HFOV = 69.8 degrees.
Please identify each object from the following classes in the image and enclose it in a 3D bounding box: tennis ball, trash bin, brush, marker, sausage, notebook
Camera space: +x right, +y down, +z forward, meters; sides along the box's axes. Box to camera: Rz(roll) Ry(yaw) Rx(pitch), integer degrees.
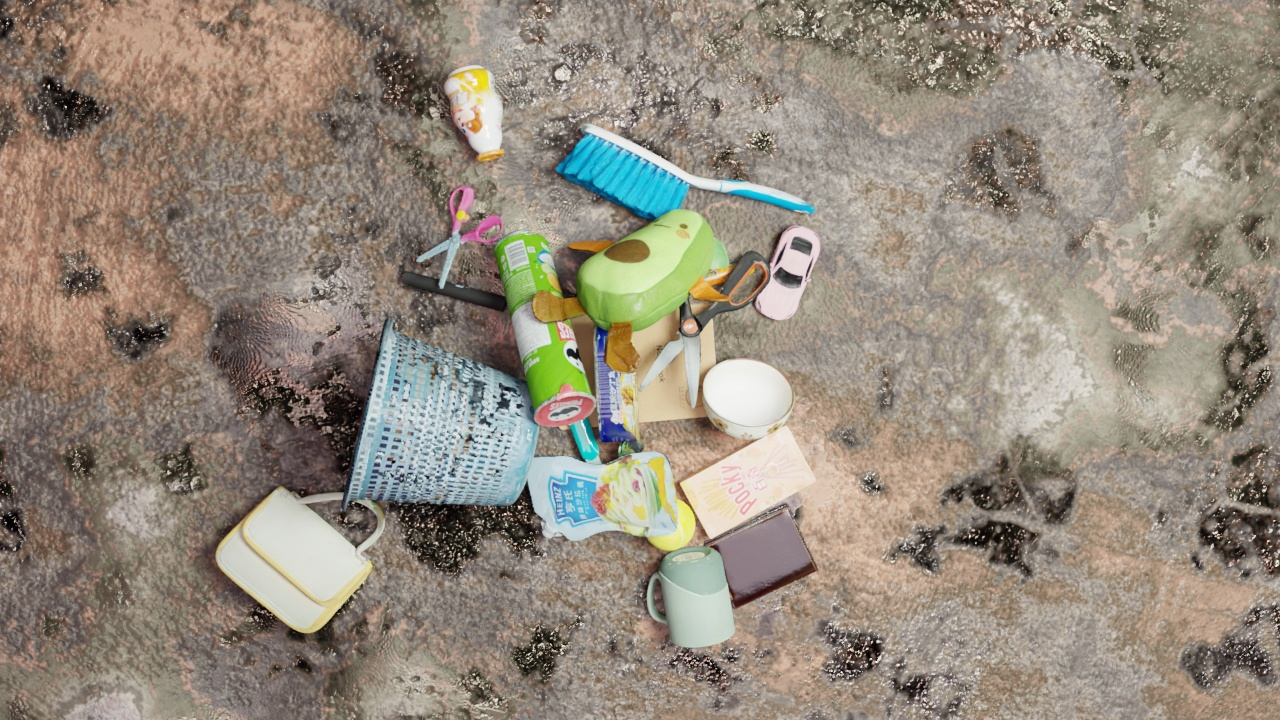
[{"bbox_3d":[0.036,0.206,1.156,0.065,0.065,0.065,0,94,-3],"label":"tennis ball"},{"bbox_3d":[-0.229,0.082,1.079,0.195,0.227,0.226,14,93,-16],"label":"trash bin"},{"bbox_3d":[0.058,-0.211,1.139,0.314,0.060,0.109,26,89,-7],"label":"brush"},{"bbox_3d":[-0.232,-0.086,1.148,0.132,0.020,0.022,15,91,-3],"label":"marker"},{"bbox_3d":[0.070,-0.099,1.159,0.165,0.021,0.021,-16,94,-1],"label":"sausage"},{"bbox_3d":[-0.007,0.007,1.170,0.207,0.008,0.148,-5,94,-2],"label":"notebook"}]

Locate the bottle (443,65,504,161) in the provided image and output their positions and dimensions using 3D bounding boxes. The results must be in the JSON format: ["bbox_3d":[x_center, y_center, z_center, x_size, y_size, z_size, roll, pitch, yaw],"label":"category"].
[{"bbox_3d":[-0.197,-0.299,1.114,0.063,0.063,0.108,-16,94,-1],"label":"bottle"}]

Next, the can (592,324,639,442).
[{"bbox_3d":[-0.029,0.027,1.129,0.049,0.074,0.148,-3,93,1],"label":"can"}]

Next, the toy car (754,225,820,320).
[{"bbox_3d":[0.187,-0.109,1.157,0.056,0.037,0.122,21,94,-2],"label":"toy car"}]

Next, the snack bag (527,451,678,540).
[{"bbox_3d":[-0.050,0.168,1.138,0.191,0.038,0.110,-6,104,21],"label":"snack bag"}]

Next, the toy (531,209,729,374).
[{"bbox_3d":[0.000,-0.097,1.058,0.227,0.090,0.246,27,54,27],"label":"toy"}]

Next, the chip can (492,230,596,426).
[{"bbox_3d":[-0.115,-0.041,1.075,0.072,0.072,0.235,-17,63,-1],"label":"chip can"}]

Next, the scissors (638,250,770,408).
[{"bbox_3d":[0.074,-0.061,1.128,0.222,0.022,0.220,-19,78,-2],"label":"scissors"}]

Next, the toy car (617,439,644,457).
[{"bbox_3d":[-0.008,0.142,1.160,0.036,0.043,0.091,-7,103,23],"label":"toy car"}]

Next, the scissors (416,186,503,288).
[{"bbox_3d":[-0.220,-0.150,1.128,0.128,0.017,0.133,13,84,27],"label":"scissors"}]

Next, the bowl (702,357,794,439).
[{"bbox_3d":[0.132,0.057,1.142,0.113,0.113,0.062,0,135,-3],"label":"bowl"}]

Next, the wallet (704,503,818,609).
[{"bbox_3d":[0.156,0.254,1.188,0.122,0.020,0.096,-25,89,1],"label":"wallet"}]

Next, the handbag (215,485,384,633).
[{"bbox_3d":[-0.412,0.230,1.145,0.163,0.063,0.178,43,88,-6],"label":"handbag"}]

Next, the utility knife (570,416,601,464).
[{"bbox_3d":[-0.077,0.083,1.160,0.029,0.013,0.209,-20,91,-3],"label":"utility knife"}]

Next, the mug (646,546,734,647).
[{"bbox_3d":[0.058,0.296,1.162,0.112,0.082,0.106,-8,95,30],"label":"mug"}]

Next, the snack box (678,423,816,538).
[{"bbox_3d":[0.137,0.155,1.177,0.157,0.026,0.084,-29,94,-1],"label":"snack box"}]
